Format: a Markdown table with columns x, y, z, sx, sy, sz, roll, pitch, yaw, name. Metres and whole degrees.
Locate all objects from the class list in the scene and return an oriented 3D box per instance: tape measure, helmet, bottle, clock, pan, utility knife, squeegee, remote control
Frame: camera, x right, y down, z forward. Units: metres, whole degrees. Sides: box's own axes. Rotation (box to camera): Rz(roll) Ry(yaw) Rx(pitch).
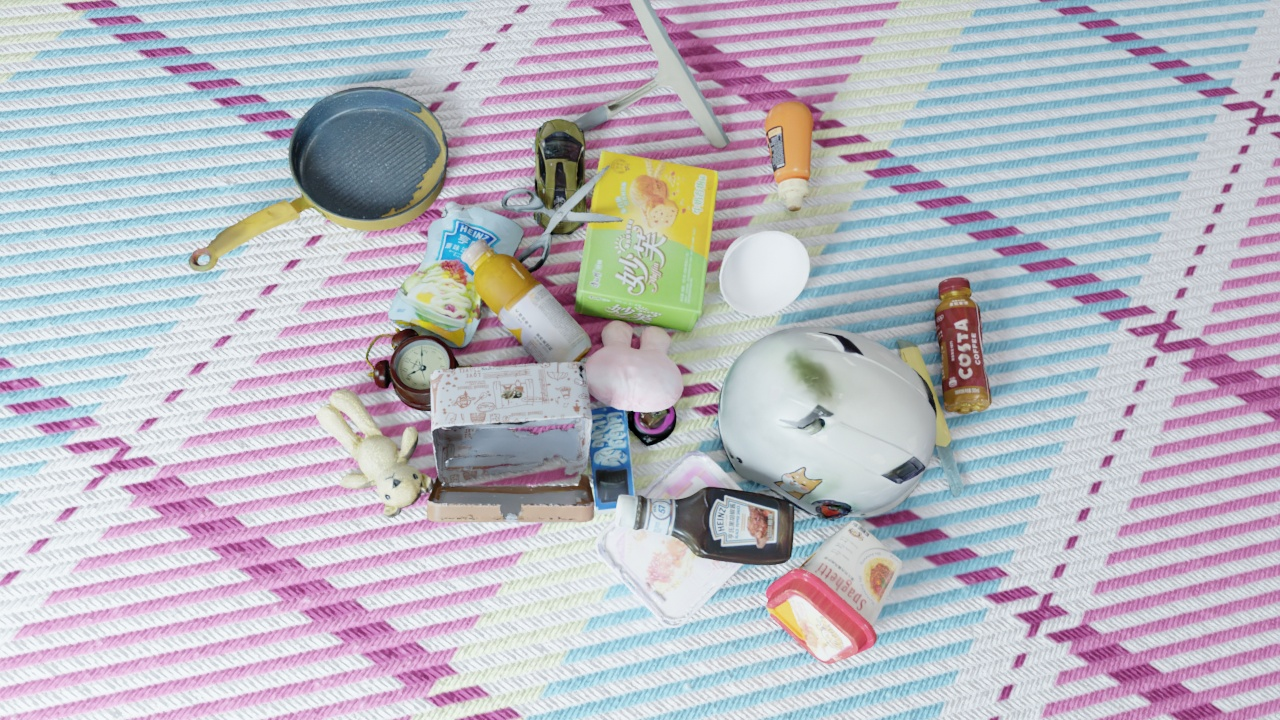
| x | y | z | sx | sy | sz | roll | pitch | yaw | name |
| --- | --- | --- | --- | --- | --- | --- | --- | --- | --- |
| 0.015 | 0.071 | 1.110 | 0.057 | 0.039 | 0.057 | -39 | 79 | -18 | tape measure |
| 0.235 | 0.060 | 1.079 | 0.274 | 0.157 | 0.229 | 22 | 69 | 1 | helmet |
| -0.141 | -0.067 | 1.112 | 0.068 | 0.068 | 0.189 | -42 | 89 | -19 | bottle |
| -0.267 | 0.009 | 1.088 | 0.122 | 0.055 | 0.082 | 26 | 69 | 4 | clock |
| -0.398 | -0.213 | 1.139 | 0.197 | 0.078 | 0.356 | 42 | 71 | 9 | pan |
| 0.206 | -0.275 | 1.251 | 0.066 | 0.067 | 0.149 | 0 | 77 | -7 | bottle |
| 0.070 | 0.178 | 1.013 | 0.195 | 0.044 | 0.079 | 8 | 68 | -3 | bottle |
| 0.413 | -0.021 | 1.184 | 0.057 | 0.058 | 0.174 | 3 | 70 | -6 | bottle |
| 0.371 | 0.069 | 1.167 | 0.031 | 0.022 | 0.216 | -10 | 65 | -10 | utility knife |
| -0.043 | -0.342 | 1.253 | 0.246 | 0.039 | 0.246 | -32 | 95 | -10 | squeegee |
| -0.034 | 0.118 | 1.084 | 0.049 | 0.024 | 0.125 | -6 | 81 | 2 | remote control |

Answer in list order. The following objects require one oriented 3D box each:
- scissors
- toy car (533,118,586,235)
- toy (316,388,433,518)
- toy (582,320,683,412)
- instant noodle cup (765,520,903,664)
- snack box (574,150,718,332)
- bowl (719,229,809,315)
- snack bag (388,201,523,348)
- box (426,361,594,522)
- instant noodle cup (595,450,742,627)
| x | y | z | sx | sy | sz | roll | pitch | yaw | name |
| --- | --- | --- | --- | --- | --- | --- | --- | --- | --- |
| -0.103 | -0.177 | 1.143 | 0.179 | 0.014 | 0.159 | 13 | 81 | 26 | scissors |
| -0.105 | -0.241 | 1.196 | 0.070 | 0.042 | 0.158 | -1 | 83 | -8 | toy car |
| -0.305 | 0.102 | 1.044 | 0.105 | 0.066 | 0.157 | -39 | 86 | -13 | toy |
| -0.007 | 0.006 | 1.103 | 0.121 | 0.054 | 0.159 | 10 | 36 | 0 | toy |
| 0.224 | 0.258 | 1.037 | 0.116 | 0.117 | 0.124 | 42 | 58 | 9 | instant noodle cup |
| 0.009 | -0.153 | 1.174 | 0.157 | 0.070 | 0.209 | 10 | 69 | -4 | snack box |
| 0.150 | -0.124 | 1.177 | 0.118 | 0.118 | 0.064 | -7 | 32 | -10 | bowl |
| -0.229 | -0.112 | 1.148 | 0.110 | 0.039 | 0.190 | 20 | 67 | 3 | snack bag |
| -0.144 | 0.117 | 1.015 | 0.182 | 0.152 | 0.174 | -3 | 53 | -8 | box |
| 0.046 | 0.205 | 1.055 | 0.173 | 0.060 | 0.138 | -41 | 80 | -20 | instant noodle cup |
